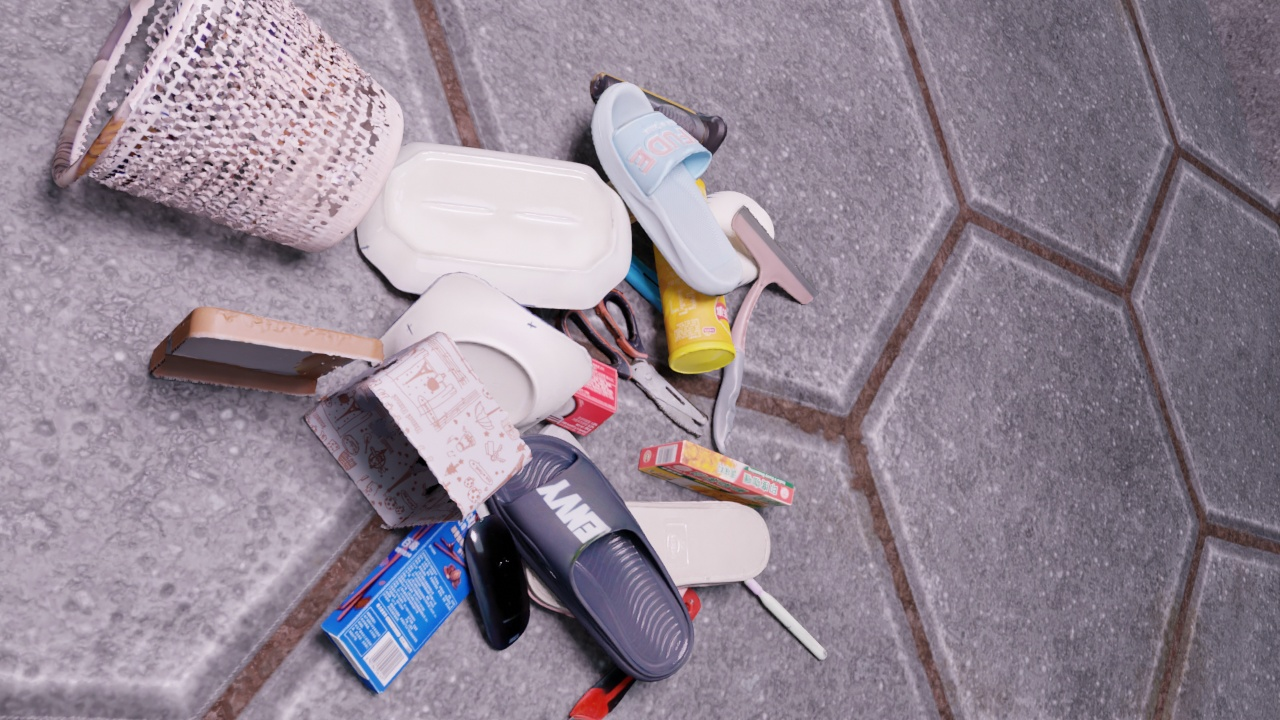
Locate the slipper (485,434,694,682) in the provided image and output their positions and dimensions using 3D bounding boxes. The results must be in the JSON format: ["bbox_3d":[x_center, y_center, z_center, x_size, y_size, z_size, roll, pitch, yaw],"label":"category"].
[{"bbox_3d":[-0.033,0.175,0.840,0.110,0.083,0.268,-37,91,-28],"label":"slipper"}]

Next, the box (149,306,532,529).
[{"bbox_3d":[-0.231,0.031,0.723,0.273,0.179,0.124,35,61,-25],"label":"box"}]

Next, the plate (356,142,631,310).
[{"bbox_3d":[-0.131,-0.134,0.871,0.265,0.034,0.161,6,70,-16],"label":"plate"}]

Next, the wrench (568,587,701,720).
[{"bbox_3d":[-0.030,0.317,0.901,0.272,0.016,0.056,-34,100,-35],"label":"wrench"}]

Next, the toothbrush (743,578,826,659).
[{"bbox_3d":[0.152,0.282,1.036,0.189,0.020,0.029,45,25,-20],"label":"toothbrush"}]

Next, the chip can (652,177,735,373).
[{"bbox_3d":[0.051,-0.096,0.996,0.072,0.072,0.213,6,65,-34],"label":"chip can"}]

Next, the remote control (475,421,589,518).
[{"bbox_3d":[-0.107,0.122,0.888,0.056,0.019,0.134,50,56,-16],"label":"remote control"}]

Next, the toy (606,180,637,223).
[{"bbox_3d":[-0.053,-0.134,0.947,0.157,0.066,0.105,-41,110,-20],"label":"toy"}]

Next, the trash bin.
[{"bbox_3d":[-0.305,-0.192,0.717,0.192,0.228,0.227,30,63,-41],"label":"trash bin"}]

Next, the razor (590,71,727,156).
[{"bbox_3d":[0.019,-0.285,1.058,0.167,0.062,0.067,20,38,-24],"label":"razor"}]

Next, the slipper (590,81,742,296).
[{"bbox_3d":[0.035,-0.179,0.925,0.103,0.074,0.245,-25,83,-50],"label":"slipper"}]

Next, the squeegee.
[{"bbox_3d":[0.118,-0.014,1.057,0.247,0.040,0.249,34,71,-55],"label":"squeegee"}]

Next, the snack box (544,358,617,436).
[{"bbox_3d":[-0.120,0.003,0.873,0.207,0.057,0.058,26,45,-28],"label":"snack box"}]

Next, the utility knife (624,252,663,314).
[{"bbox_3d":[-0.019,-0.109,1.006,0.216,0.018,0.034,40,60,-20],"label":"utility knife"}]

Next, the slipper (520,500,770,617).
[{"bbox_3d":[0.007,0.195,0.928,0.274,0.055,0.114,-3,77,-26],"label":"slipper"}]

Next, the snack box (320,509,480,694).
[{"bbox_3d":[-0.191,0.196,0.785,0.156,0.026,0.085,-48,137,-33],"label":"snack box"}]

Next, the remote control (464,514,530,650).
[{"bbox_3d":[-0.124,0.203,0.825,0.053,0.024,0.136,-32,122,-42],"label":"remote control"}]

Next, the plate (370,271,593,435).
[{"bbox_3d":[-0.143,0.012,0.801,0.163,0.165,0.034,35,37,-23],"label":"plate"}]

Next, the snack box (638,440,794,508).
[{"bbox_3d":[0.082,0.125,0.986,0.155,0.077,0.027,24,67,-29],"label":"snack box"}]

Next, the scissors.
[{"bbox_3d":[0.001,-0.003,0.996,0.205,0.015,0.196,3,77,-35],"label":"scissors"}]

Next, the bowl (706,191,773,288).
[{"bbox_3d":[0.113,-0.147,1.077,0.116,0.066,0.116,9,75,-34],"label":"bowl"}]
